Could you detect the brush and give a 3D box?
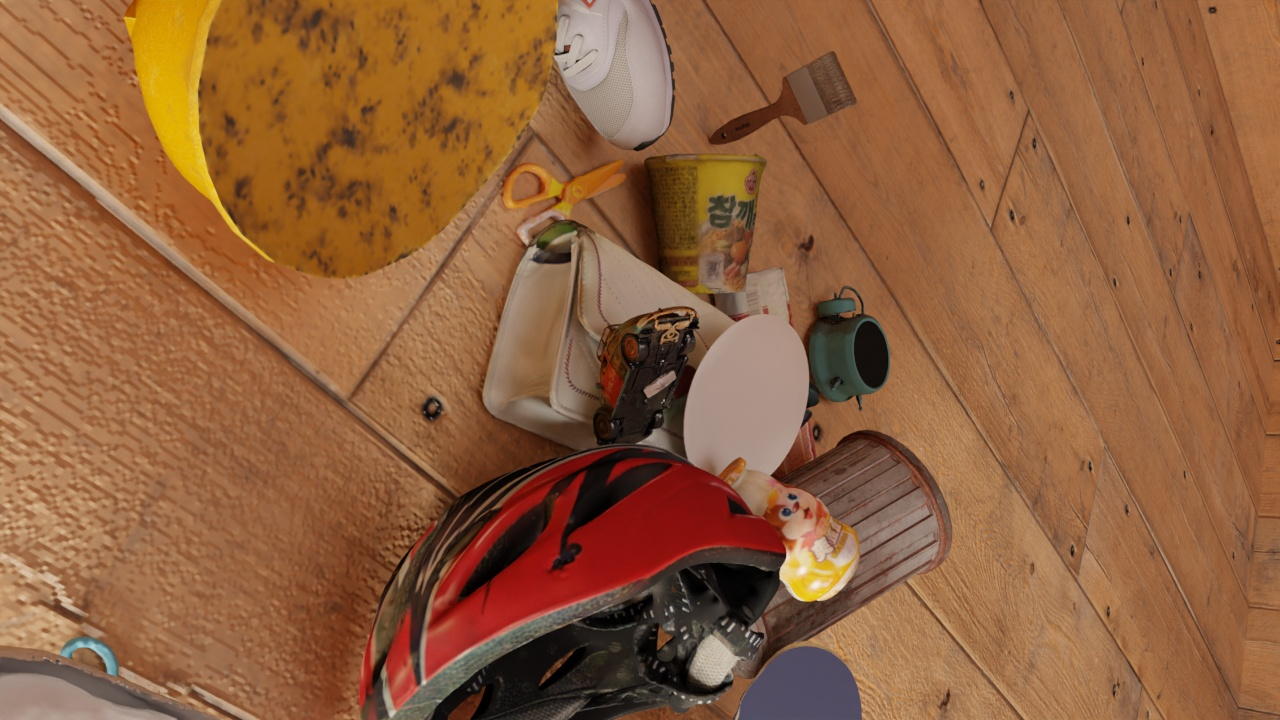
[{"bbox_3d":[0.112,-0.208,0.769,0.008,0.143,0.045,-41,107,-41],"label":"brush"}]

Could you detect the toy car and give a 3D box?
[{"bbox_3d":[-0.003,0.003,0.572,0.047,0.047,0.112,-7,133,-34],"label":"toy car"}]

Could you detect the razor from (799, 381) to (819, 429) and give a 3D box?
[{"bbox_3d":[0.086,0.059,0.769,0.142,0.047,0.052,-32,78,-15],"label":"razor"}]

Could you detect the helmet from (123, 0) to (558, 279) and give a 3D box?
[{"bbox_3d":[-0.168,-0.168,0.486,0.254,0.131,0.206,-49,151,-43],"label":"helmet"}]

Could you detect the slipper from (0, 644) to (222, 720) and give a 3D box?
[{"bbox_3d":[-0.238,0.205,0.417,0.112,0.075,0.247,-53,137,-25],"label":"slipper"}]

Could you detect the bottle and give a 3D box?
[{"bbox_3d":[0.098,0.115,0.637,0.108,0.063,0.063,41,54,0],"label":"bottle"}]

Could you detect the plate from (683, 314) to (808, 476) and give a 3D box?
[{"bbox_3d":[0.076,0.032,0.668,0.134,0.011,0.135,-14,112,-40],"label":"plate"}]

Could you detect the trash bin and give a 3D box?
[{"bbox_3d":[0.142,0.150,0.745,0.210,0.131,0.131,-23,104,-25],"label":"trash bin"}]

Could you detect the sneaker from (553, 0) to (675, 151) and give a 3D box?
[{"bbox_3d":[-0.067,-0.258,0.641,0.124,0.089,0.240,-20,92,-40],"label":"sneaker"}]

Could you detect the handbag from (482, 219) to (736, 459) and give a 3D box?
[{"bbox_3d":[-0.002,0.001,0.671,0.198,0.096,0.141,26,70,-41],"label":"handbag"}]

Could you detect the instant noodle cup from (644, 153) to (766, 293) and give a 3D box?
[{"bbox_3d":[0.051,-0.110,0.742,0.102,0.102,0.108,-8,101,-46],"label":"instant noodle cup"}]

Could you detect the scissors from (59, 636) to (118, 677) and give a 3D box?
[{"bbox_3d":[-0.291,0.194,0.424,0.135,0.015,0.135,23,74,-49],"label":"scissors"}]

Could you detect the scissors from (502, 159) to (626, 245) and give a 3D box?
[{"bbox_3d":[-0.049,-0.122,0.692,0.130,0.013,0.070,-27,107,-42],"label":"scissors"}]

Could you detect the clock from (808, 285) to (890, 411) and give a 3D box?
[{"bbox_3d":[0.212,-0.017,0.922,0.090,0.053,0.124,31,63,-40],"label":"clock"}]

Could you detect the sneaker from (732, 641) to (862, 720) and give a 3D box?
[{"bbox_3d":[0.099,0.298,0.702,0.118,0.091,0.233,-58,164,-79],"label":"sneaker"}]

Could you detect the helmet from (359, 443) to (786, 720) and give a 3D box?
[{"bbox_3d":[-0.042,0.148,0.552,0.271,0.167,0.218,-13,141,-35],"label":"helmet"}]

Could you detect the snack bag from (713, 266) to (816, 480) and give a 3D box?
[{"bbox_3d":[0.118,0.031,0.833,0.077,0.041,0.225,-19,102,-44],"label":"snack bag"}]
